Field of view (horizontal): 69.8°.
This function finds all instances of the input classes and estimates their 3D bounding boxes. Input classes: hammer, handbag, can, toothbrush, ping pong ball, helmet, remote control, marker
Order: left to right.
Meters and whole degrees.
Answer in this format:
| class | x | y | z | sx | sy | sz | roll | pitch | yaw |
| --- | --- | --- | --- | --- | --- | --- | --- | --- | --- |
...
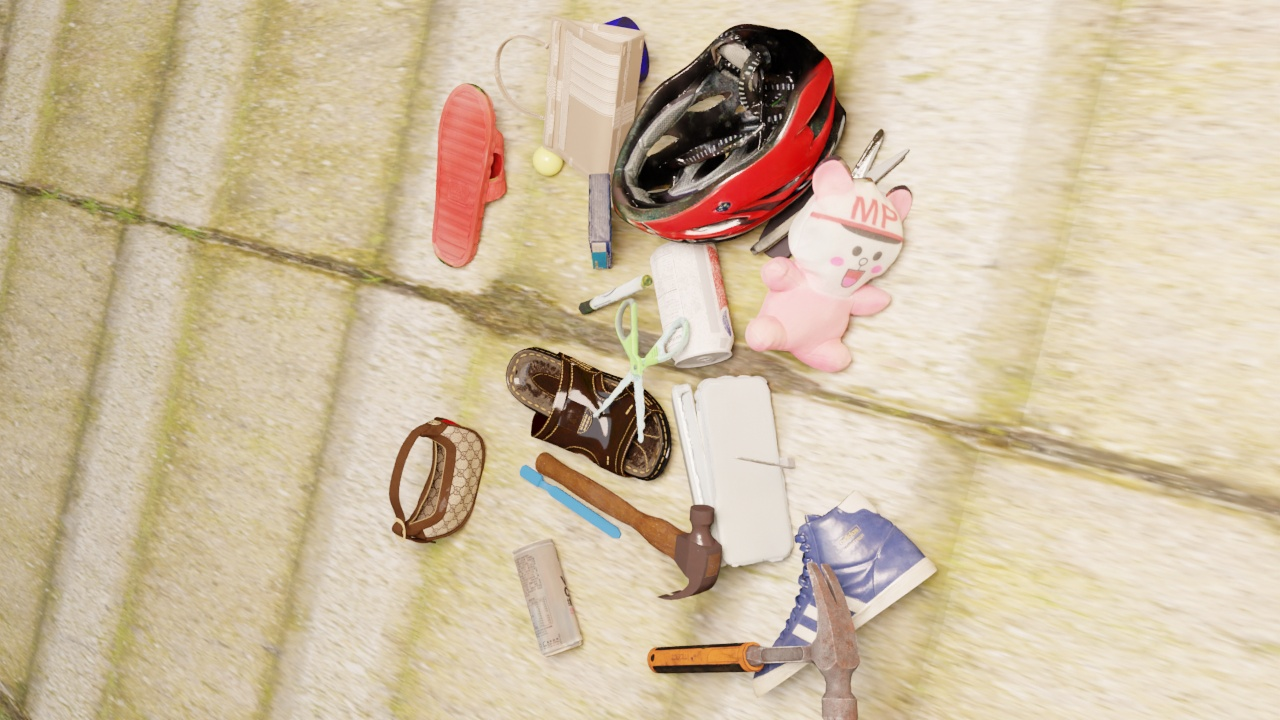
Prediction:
| class | x | y | z | sx | sy | sz | roll | pitch | yaw |
| --- | --- | --- | --- | --- | --- | --- | --- | --- | --- |
| handbag | -0.273 | 0.159 | 1.195 | 0.063 | 0.138 | 0.166 | 17 | 95 | 33 |
| can | -0.115 | 0.293 | 1.135 | 0.054 | 0.054 | 0.135 | -28 | 71 | 26 |
| ping pong ball | -0.122 | -0.263 | 1.205 | 0.040 | 0.040 | 0.040 | -4 | 83 | 31 |
| handbag | -0.100 | -0.333 | 1.123 | 0.198 | 0.062 | 0.176 | 26 | 130 | 21 |
| toothbrush | -0.088 | 0.178 | 1.158 | 0.167 | 0.014 | 0.016 | 29 | 100 | 26 |
| marker | -0.032 | -0.079 | 1.111 | 0.147 | 0.017 | 0.017 | -18 | 74 | 54 |
| hammer | -0.026 | 0.172 | 1.056 | 0.323 | 0.033 | 0.115 | 22 | 111 | 48 |
| can | 0.060 | -0.066 | 1.053 | 0.078 | 0.078 | 0.136 | -17 | 76 | 29 |
| helmet | 0.092 | -0.232 | 0.992 | 0.272 | 0.167 | 0.217 | -38 | 45 | 12 |
| hammer | 0.101 | 0.291 | 0.942 | 0.315 | 0.035 | 0.137 | -28 | 56 | 53 |
| toothbrush | 0.128 | 0.100 | 0.934 | 0.010 | 0.181 | 0.010 | -7 | 78 | 25 |
| remote control | 0.177 | -0.171 | 1.033 | 0.046 | 0.009 | 0.124 | 36 | 104 | 28 |

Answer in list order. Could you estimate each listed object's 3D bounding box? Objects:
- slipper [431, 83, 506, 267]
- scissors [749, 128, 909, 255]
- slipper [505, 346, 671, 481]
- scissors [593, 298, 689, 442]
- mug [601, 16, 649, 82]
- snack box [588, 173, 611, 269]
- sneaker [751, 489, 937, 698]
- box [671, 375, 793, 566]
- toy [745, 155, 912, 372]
| class | x | y | z | sx | sy | sz | roll | pitch | yaw |
| --- | --- | --- | --- | --- | --- | --- | --- | --- | --- |
| slipper | -0.231 | -0.250 | 1.261 | 0.104 | 0.059 | 0.249 | 22 | 112 | 30 |
| scissors | 0.206 | -0.155 | 1.004 | 0.179 | 0.015 | 0.187 | -5 | 91 | 19 |
| slipper | -0.075 | 0.059 | 1.122 | 0.268 | 0.075 | 0.113 | 29 | 100 | 30 |
| scissors | 0.000 | 0.007 | 1.035 | 0.168 | 0.023 | 0.171 | -17 | 72 | 36 |
| mug | -0.040 | -0.363 | 1.152 | 0.084 | 0.079 | 0.111 | -8 | 109 | 30 |
| snack box | -0.047 | -0.162 | 1.092 | 0.027 | 0.150 | 0.082 | -2 | 86 | -1 |
| sneaker | 0.172 | 0.233 | 0.945 | 0.233 | 0.091 | 0.118 | -43 | 70 | 20 |
| box | 0.112 | 0.121 | 1.015 | 0.124 | 0.106 | 0.215 | -12 | 81 | 3 |
| toy | 0.196 | -0.098 | 0.956 | 0.213 | 0.142 | 0.084 | -68 | 22 | 15 |
